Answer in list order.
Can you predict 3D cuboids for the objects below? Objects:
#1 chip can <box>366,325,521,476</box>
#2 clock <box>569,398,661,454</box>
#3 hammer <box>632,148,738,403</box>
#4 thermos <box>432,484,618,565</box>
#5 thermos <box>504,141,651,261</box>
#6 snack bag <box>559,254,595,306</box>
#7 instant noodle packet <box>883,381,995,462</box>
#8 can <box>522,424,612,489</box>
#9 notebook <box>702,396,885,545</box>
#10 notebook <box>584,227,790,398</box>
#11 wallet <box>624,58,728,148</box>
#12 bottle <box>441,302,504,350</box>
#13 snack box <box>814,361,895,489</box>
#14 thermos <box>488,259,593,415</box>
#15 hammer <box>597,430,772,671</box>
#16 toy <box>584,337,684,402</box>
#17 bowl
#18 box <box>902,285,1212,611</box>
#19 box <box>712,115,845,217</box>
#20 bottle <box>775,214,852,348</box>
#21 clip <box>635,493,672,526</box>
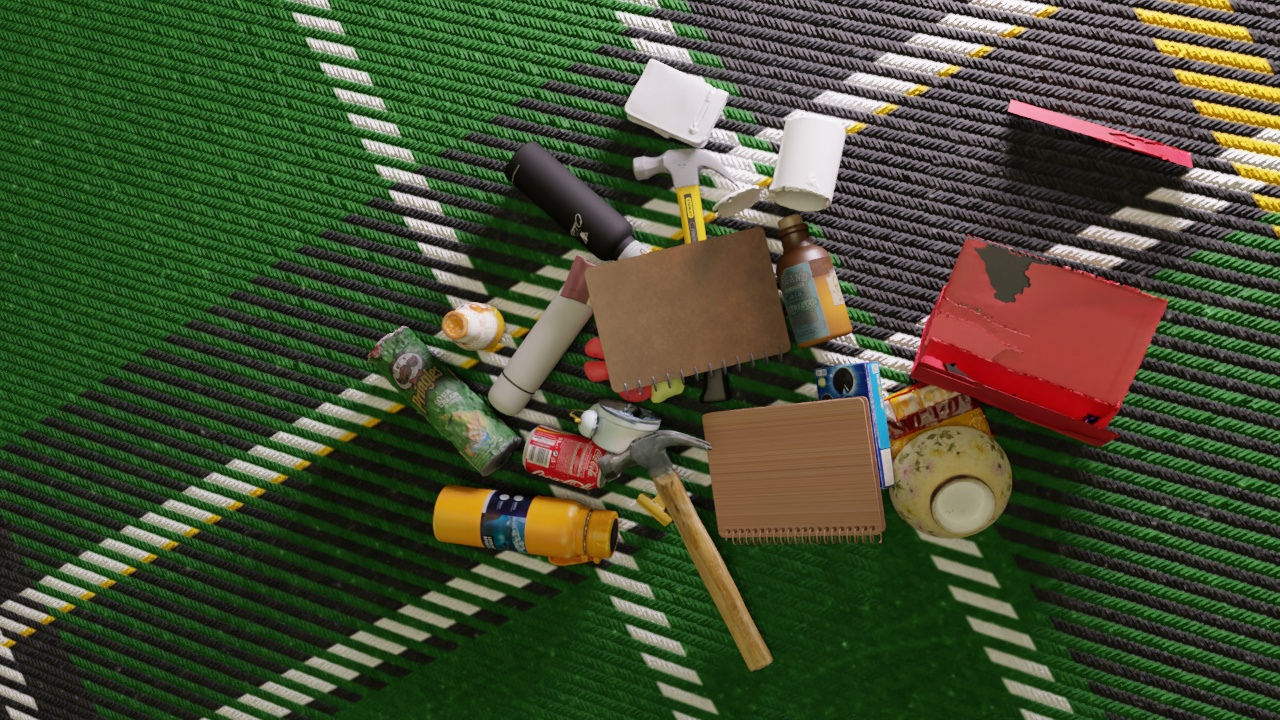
[{"bbox_3d":[-0.257,0.054,1.209,0.223,0.075,0.075,42,99,8],"label":"chip can"},{"bbox_3d":[-0.032,0.079,1.157,0.118,0.083,0.057,18,101,10],"label":"clock"},{"bbox_3d":[0.076,-0.107,1.157,0.127,0.029,0.323,-9,90,12],"label":"hammer"},{"bbox_3d":[-0.145,0.215,1.194,0.233,0.091,0.076,5,61,12],"label":"thermos"},{"bbox_3d":[-0.069,-0.183,1.168,0.231,0.061,0.061,42,99,8],"label":"thermos"},{"bbox_3d":[-0.017,-0.076,1.144,0.158,0.013,0.057,22,100,-4],"label":"snack bag"},{"bbox_3d":[0.342,0.076,1.096,0.135,0.039,0.098,-24,85,11],"label":"instant noodle packet"},{"bbox_3d":[-0.093,0.125,1.180,0.105,0.064,0.064,15,94,12],"label":"can"},{"bbox_3d":[0.181,0.138,1.106,0.211,0.022,0.169,-8,90,33],"label":"notebook"},{"bbox_3d":[0.059,-0.057,1.126,0.225,0.024,0.167,-13,93,-1],"label":"notebook"},{"bbox_3d":[0.045,-0.321,1.158,0.116,0.032,0.086,30,87,12],"label":"wallet"},{"bbox_3d":[-0.218,-0.043,1.180,0.063,0.109,0.063,0,92,11],"label":"bottle"},{"bbox_3d":[0.256,0.078,1.097,0.082,0.027,0.150,-10,89,56],"label":"snack box"},{"bbox_3d":[-0.118,-0.026,1.187,0.052,0.052,0.224,38,99,9],"label":"thermos"},{"bbox_3d":[0.079,0.236,1.129,0.132,0.033,0.330,-27,99,2],"label":"hammer"},{"bbox_3d":[-0.007,0.007,1.167,0.135,0.045,0.091,14,92,6],"label":"toy"},{"bbox_3d":[0.365,0.154,1.059,0.145,0.063,0.145,1,110,2],"label":"bowl"},{"bbox_3d":[0.372,0.031,0.853,0.215,0.509,0.141,22,111,12],"label":"box"},{"bbox_3d":[0.164,-0.226,1.095,0.143,0.083,0.137,10,81,3],"label":"box"},{"bbox_3d":[0.201,-0.098,1.108,0.068,0.067,0.157,-17,88,12],"label":"bottle"},{"bbox_3d":[0.026,0.180,1.174,0.054,0.044,0.050,40,124,10],"label":"clip"}]
